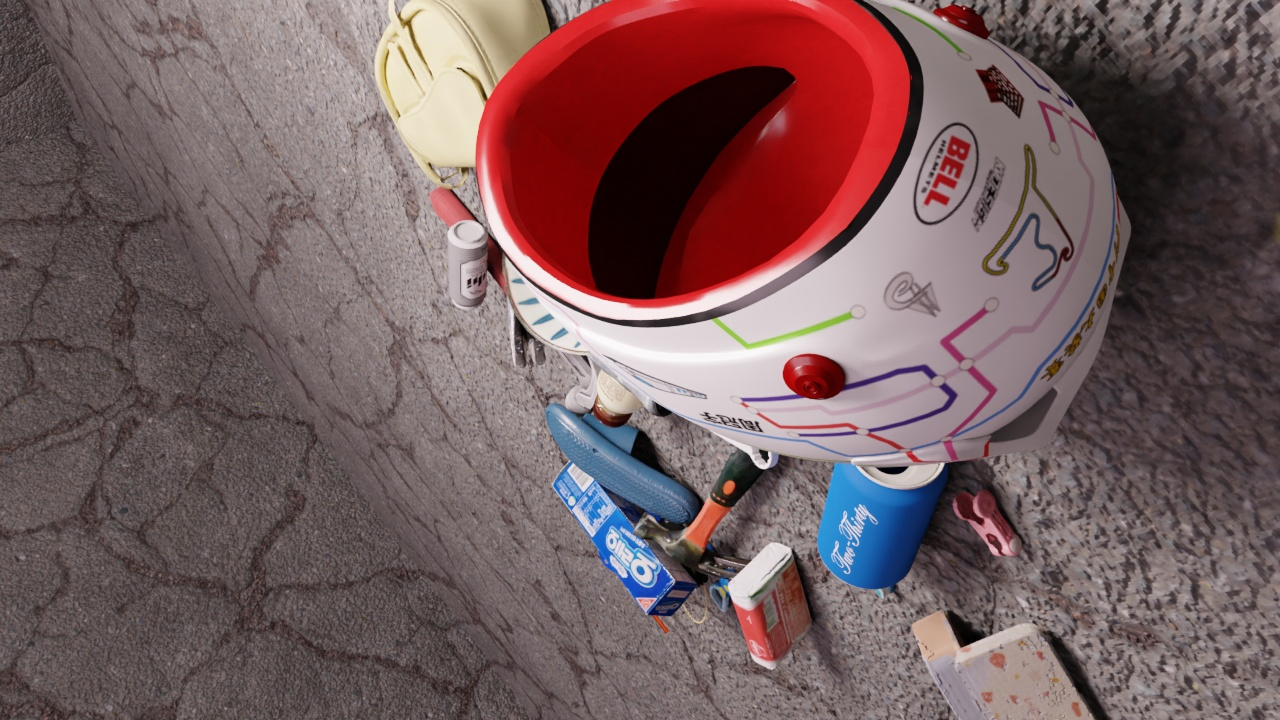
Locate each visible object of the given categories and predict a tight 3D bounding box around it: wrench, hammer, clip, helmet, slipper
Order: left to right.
[{"bbox_3d":[-0.140,-0.080,1.058,0.315,0.036,0.126,51,150,8],"label":"hammer"},{"bbox_3d":[-0.056,-0.017,0.872,0.326,0.036,0.141,36,129,54],"label":"hammer"},{"bbox_3d":[-0.021,0.116,1.067,0.214,0.059,0.104,34,151,6],"label":"slipper"},{"bbox_3d":[0.041,0.043,0.885,0.273,0.009,0.047,29,125,53],"label":"wrench"},{"bbox_3d":[0.087,0.133,0.920,0.133,0.033,0.334,30,144,7],"label":"hammer"},{"bbox_3d":[0.088,-0.065,0.496,0.315,0.231,0.236,19,173,40],"label":"helmet"},{"bbox_3d":[0.254,0.122,0.679,0.058,0.022,0.037,53,150,-2],"label":"clip"}]

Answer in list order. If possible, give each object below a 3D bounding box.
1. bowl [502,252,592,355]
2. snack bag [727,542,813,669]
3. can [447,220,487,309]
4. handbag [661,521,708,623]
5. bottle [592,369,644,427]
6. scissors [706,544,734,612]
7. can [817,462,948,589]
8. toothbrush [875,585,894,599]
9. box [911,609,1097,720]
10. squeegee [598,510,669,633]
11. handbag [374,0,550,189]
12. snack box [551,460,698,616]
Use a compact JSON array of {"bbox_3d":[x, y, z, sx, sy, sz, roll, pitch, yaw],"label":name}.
[{"bbox_3d":[-0.027,-0.088,0.793,0.177,0.177,0.070,40,-170,25],"label":"bowl"},{"bbox_3d":[0.137,0.256,0.956,0.036,0.076,0.116,17,136,47],"label":"snack bag"},{"bbox_3d":[-0.195,-0.107,1.038,0.044,0.043,0.107,42,146,22],"label":"can"},{"bbox_3d":[0.056,0.277,1.154,0.084,0.027,0.178,42,152,39],"label":"handbag"},{"bbox_3d":[-0.005,0.005,0.882,0.056,0.056,0.162,46,141,16],"label":"bottle"},{"bbox_3d":[0.101,0.266,1.100,0.105,0.019,0.132,-3,116,57],"label":"scissors"},{"bbox_3d":[0.185,0.111,0.711,0.079,0.078,0.146,37,149,29],"label":"can"},{"bbox_3d":[0.199,0.158,0.812,0.021,0.016,0.132,4,125,54],"label":"toothbrush"},{"bbox_3d":[0.322,0.302,0.760,0.216,0.096,0.105,57,-173,-8],"label":"box"},{"bbox_3d":[-0.018,0.241,1.208,0.249,0.055,0.185,51,142,12],"label":"squeegee"},{"bbox_3d":[-0.164,-0.241,0.832,0.233,0.088,0.191,13,128,51],"label":"handbag"},{"bbox_3d":[-0.024,0.209,1.116,0.059,0.059,0.226,27,-165,-51],"label":"snack box"}]
